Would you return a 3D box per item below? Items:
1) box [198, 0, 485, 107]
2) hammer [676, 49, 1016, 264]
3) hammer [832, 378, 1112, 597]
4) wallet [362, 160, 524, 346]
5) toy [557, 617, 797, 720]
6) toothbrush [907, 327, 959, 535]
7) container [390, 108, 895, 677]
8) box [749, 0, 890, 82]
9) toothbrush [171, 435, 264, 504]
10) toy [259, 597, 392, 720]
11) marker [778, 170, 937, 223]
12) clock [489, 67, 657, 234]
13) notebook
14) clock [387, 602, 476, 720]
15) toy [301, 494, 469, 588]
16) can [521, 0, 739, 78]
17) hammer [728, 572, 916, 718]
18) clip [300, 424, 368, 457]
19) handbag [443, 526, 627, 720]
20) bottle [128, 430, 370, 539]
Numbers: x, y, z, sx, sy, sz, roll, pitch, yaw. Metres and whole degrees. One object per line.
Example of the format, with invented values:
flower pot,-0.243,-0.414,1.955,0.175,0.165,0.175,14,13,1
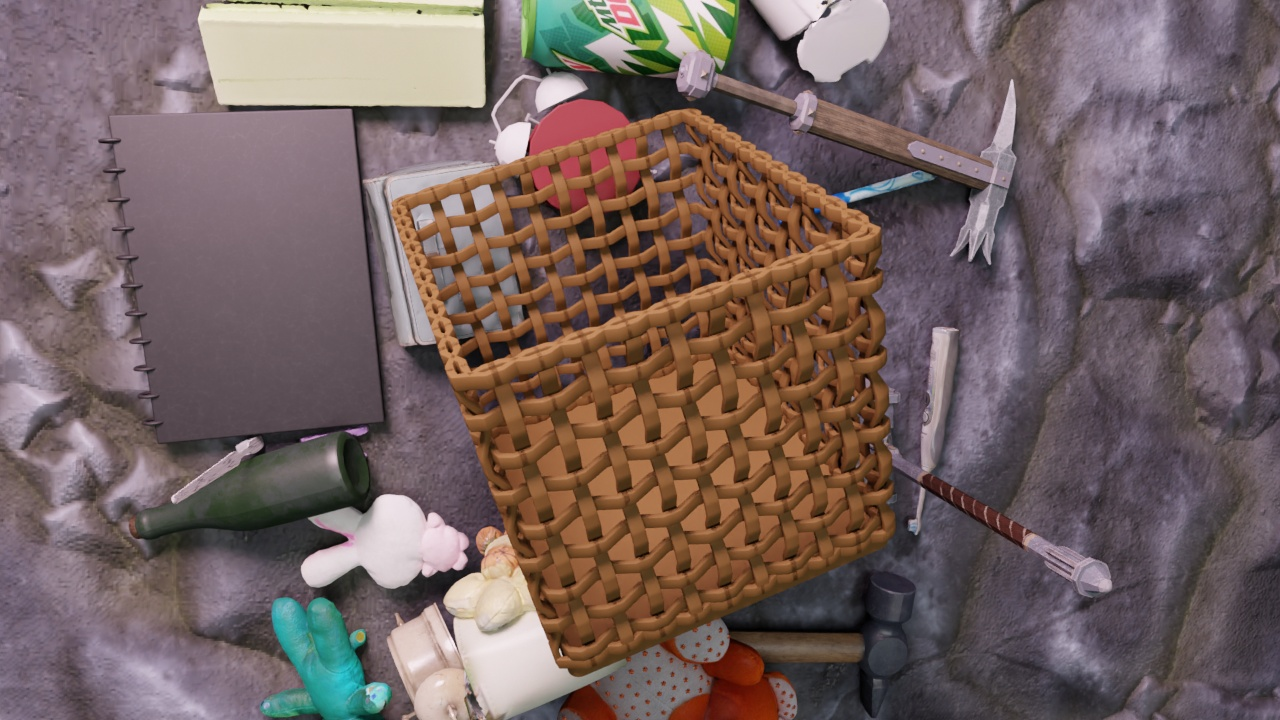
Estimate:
box,-0.201,-0.238,0.630,0.188,0.061,0.133,0,98,-11
hammer,0.166,-0.177,0.693,0.316,0.028,0.147,10,98,-28
hammer,0.212,0.091,0.636,0.044,0.322,0.098,-3,101,-11
wallet,-0.143,-0.078,0.675,0.100,0.054,0.132,-12,107,-9
toy,0.039,0.277,0.725,0.172,0.093,0.164,40,98,-20
toothbrush,0.253,0.063,0.797,0.024,0.022,0.186,3,101,-10
container,-0.003,0.003,0.580,0.219,0.251,0.214,-20,124,-11
box,0.120,-0.274,0.672,0.081,0.091,0.160,-41,108,6
toothbrush,-0.279,0.071,0.604,0.010,0.181,0.010,-16,98,-6
toy,-0.229,0.269,0.713,0.131,0.072,0.193,-9,102,30
marker,0.178,-0.136,0.748,0.141,0.013,0.013,-17,103,-8
clock,-0.051,-0.156,0.680,0.124,0.044,0.087,38,91,-16
notebook,-0.283,-0.060,0.664,0.169,0.019,0.231,-5,101,-12
clock,-0.153,0.241,0.684,0.054,0.141,0.093,-25,104,-17
toy,-0.195,0.140,0.708,0.125,0.037,0.076,3,95,-5
can,-0.010,-0.247,0.652,0.144,0.083,0.083,1,100,-12
hammer,0.077,0.247,0.788,0.321,0.040,0.129,4,103,-12
clip,-0.229,0.059,0.700,0.050,0.014,0.045,31,93,-17
handbag,-0.082,0.180,0.673,0.112,0.171,0.123,-23,93,-8
bottle,-0.290,0.100,0.673,0.174,0.055,0.055,-16,103,4
